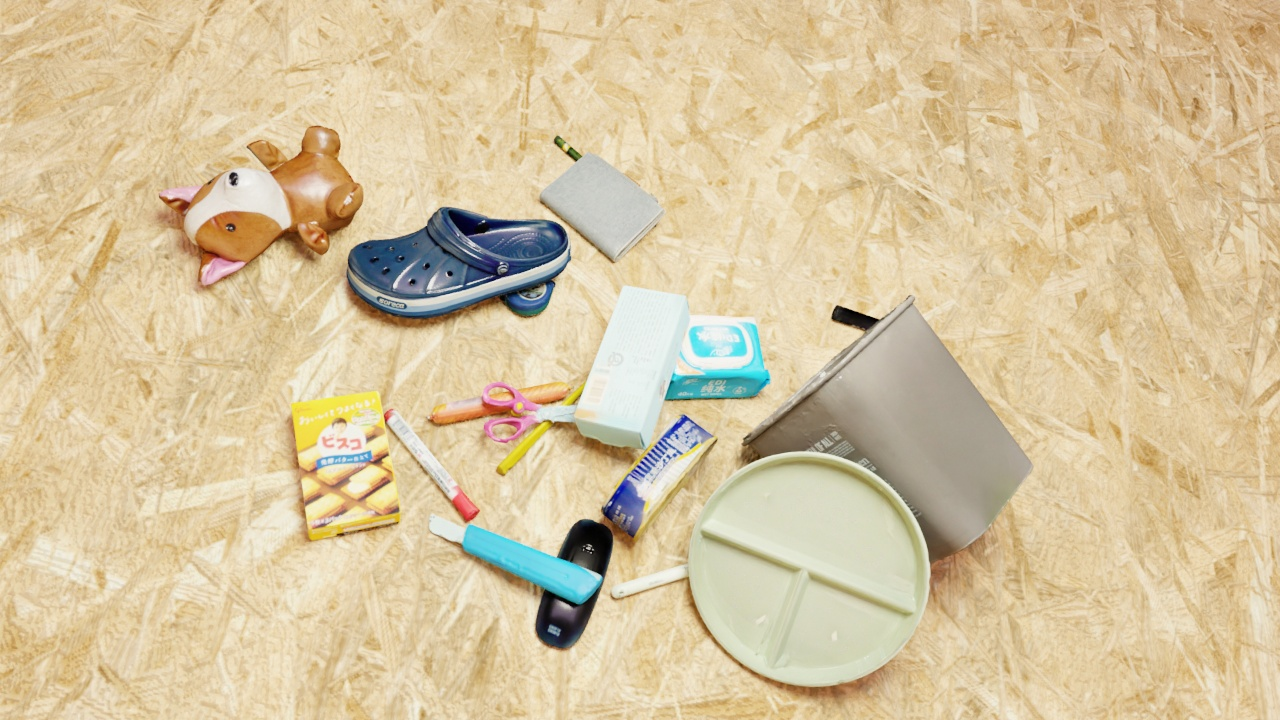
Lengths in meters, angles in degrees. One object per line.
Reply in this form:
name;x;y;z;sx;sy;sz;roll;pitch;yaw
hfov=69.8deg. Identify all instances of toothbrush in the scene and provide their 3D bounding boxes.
toothbrush;0.058;0.214;0.943;0.189;0.029;0.020;-11;20;-20
toothbrush;-0.044;-0.237;1.200;0.186;0.012;0.017;42;97;13
toothbrush;-0.088;0.060;1.002;0.016;0.016;0.189;42;57;5

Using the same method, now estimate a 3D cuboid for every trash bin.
trash bin;0.263;0.089;0.971;0.198;0.200;0.220;-36;82;-34

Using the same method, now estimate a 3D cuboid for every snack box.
snack box;-0.006;0.006;0.986;0.074;0.052;0.174;12;64;16
snack box;-0.293;0.101;0.910;0.086;0.034;0.140;-8;59;-20

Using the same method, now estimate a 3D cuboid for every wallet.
wallet;-0.045;-0.197;1.163;0.130;0.037;0.106;40;68;12

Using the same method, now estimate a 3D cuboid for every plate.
plate;0.162;0.202;0.896;0.230;0.027;0.230;0;92;12

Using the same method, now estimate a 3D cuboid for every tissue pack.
tissue pack;0.077;-0.006;1.059;0.140;0.063;0.089;0;59;-15

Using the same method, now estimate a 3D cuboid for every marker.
marker;0.308;-0.044;1.173;0.132;0.020;0.022;17;67;-5
marker;-0.215;0.105;0.938;0.017;0.017;0.145;-34;72;-30

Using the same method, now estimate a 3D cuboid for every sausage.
sausage;-0.149;0.045;0.990;0.165;0.022;0.021;-11;62;-21

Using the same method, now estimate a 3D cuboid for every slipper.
slipper;-0.198;-0.120;1.021;0.252;0.095;0.105;-11;44;-16

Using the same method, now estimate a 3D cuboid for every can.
can;0.021;0.120;0.959;0.049;0.075;0.147;36;57;12

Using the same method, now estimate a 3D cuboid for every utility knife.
utility knife;-0.127;0.189;0.893;0.186;0.018;0.034;20;60;13

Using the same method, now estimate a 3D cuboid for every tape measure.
tape measure;-0.132;-0.078;1.070;0.058;0.025;0.054;13;57;2

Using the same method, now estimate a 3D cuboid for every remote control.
remote control;-0.063;0.215;0.905;0.053;0.024;0.136;21;56;-1

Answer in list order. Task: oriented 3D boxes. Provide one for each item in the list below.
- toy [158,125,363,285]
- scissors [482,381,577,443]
toy;-0.407;-0.172;1.004;0.199;0.131;0.140;-24;73;-17
scissors;-0.103;0.065;0.975;0.137;0.017;0.076;12;58;-17
